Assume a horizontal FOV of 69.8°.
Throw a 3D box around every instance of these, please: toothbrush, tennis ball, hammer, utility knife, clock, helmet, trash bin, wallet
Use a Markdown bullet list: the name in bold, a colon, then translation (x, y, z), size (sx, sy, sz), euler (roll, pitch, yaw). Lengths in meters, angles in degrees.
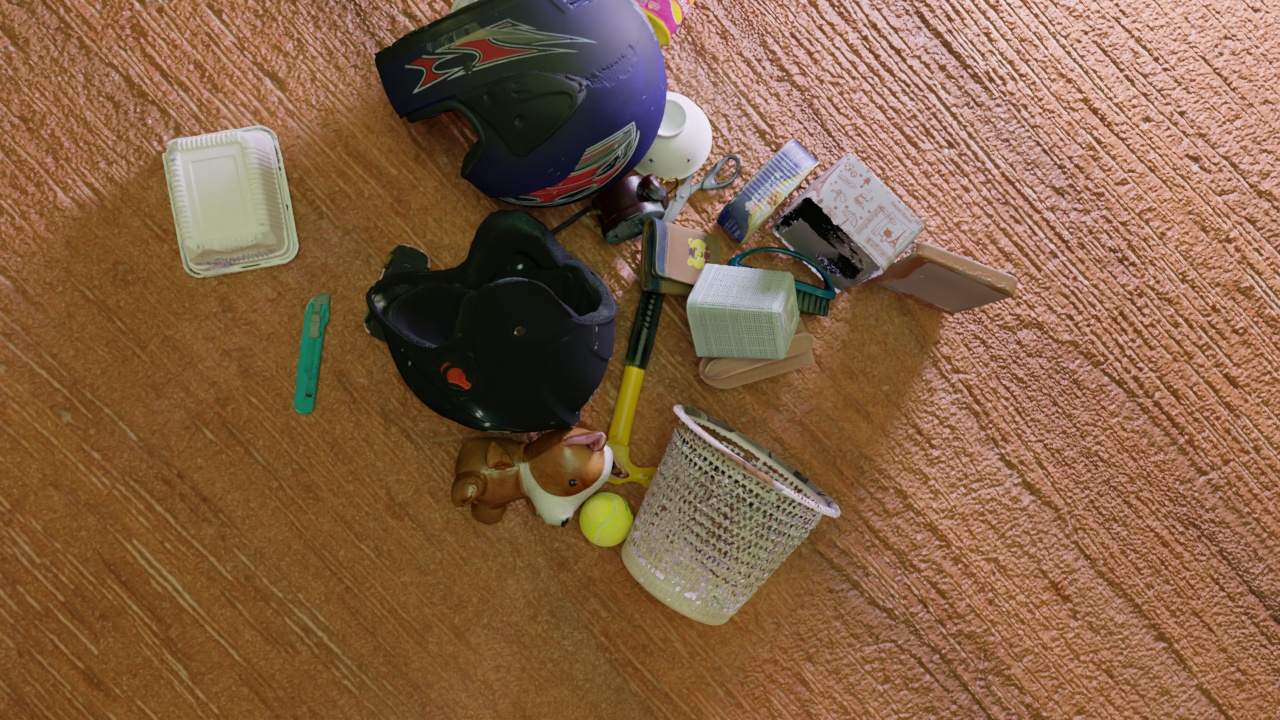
- **toothbrush**: translation (-0.134, -0.141, 1.153), size (0.181, 0.016, 0.018), euler (-37, 97, -7)
- **tennis ball**: translation (-0.042, 0.194, 1.119), size (0.065, 0.065, 0.065), euler (0, 86, -7)
- **hammer**: translation (-0.007, 0.007, 1.151), size (0.128, 0.033, 0.300), euler (15, 85, -7)
- **utility knife**: translation (-0.399, -0.010, 1.115), size (0.029, 0.013, 0.151), euler (6, 86, -5)
- **clock**: translation (-0.005, -0.192, 1.135), size (0.122, 0.082, 0.055), euler (-26, 80, 4)
- **helmet**: translation (-0.123, -0.295, 1.058), size (0.316, 0.246, 0.240), euler (-16, 106, 16)
- **trash bin**: translation (0.088, 0.189, 1.074), size (0.227, 0.227, 0.192), euler (32, 96, -4)
- **helmet**: translation (-0.161, -0.029, 1.036), size (0.274, 0.233, 0.230), euler (-3, 117, -5)
- **wallet**: translation (0.051, -0.123, 1.139), size (0.115, 0.033, 0.090), euler (8, 83, -42)

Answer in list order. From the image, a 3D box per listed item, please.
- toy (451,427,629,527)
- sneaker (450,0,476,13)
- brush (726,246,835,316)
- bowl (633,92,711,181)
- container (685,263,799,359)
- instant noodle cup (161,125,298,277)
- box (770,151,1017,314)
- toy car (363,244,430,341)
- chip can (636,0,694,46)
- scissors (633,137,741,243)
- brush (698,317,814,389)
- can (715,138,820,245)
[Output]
- **toy**: translation (-0.119, 0.136, 1.072), size (0.199, 0.140, 0.130), euler (-15, 67, 5)
- **sneaker**: translation (-0.118, -0.458, 1.136), size (0.242, 0.091, 0.089), euler (-21, 88, -7)
- **brush**: translation (0.179, -0.105, 1.161), size (0.144, 0.055, 0.073), euler (15, 99, -1)
- **bowl**: translation (0.033, -0.291, 1.148), size (0.118, 0.065, 0.118), euler (0, 81, 0)
- **container**: translation (0.126, -0.056, 1.099), size (0.112, 0.090, 0.089), euler (6, 45, 24)
- **instant noodle cup**: translation (-0.494, -0.194, 1.092), size (0.138, 0.060, 0.173), euler (-11, 89, -7)
- **box**: translation (0.305, -0.128, 1.121), size (0.260, 0.179, 0.105), euler (42, 83, -2)
- **toy car**: translation (-0.296, -0.082, 1.121), size (0.056, 0.037, 0.122), euler (22, 97, -2)
- **chip can**: translation (0.061, -0.507, 1.169), size (0.071, 0.071, 0.210), euler (33, 83, -4)
- **scissors**: translation (0.052, -0.219, 1.183), size (0.168, 0.014, 0.156), euler (-12, 88, -2)
- **brush**: translation (0.142, -0.005, 1.149), size (0.145, 0.073, 0.063), euler (-17, 90, -5)
- **can**: translation (0.161, -0.214, 1.163), size (0.049, 0.075, 0.148), euler (44, 82, 1)
